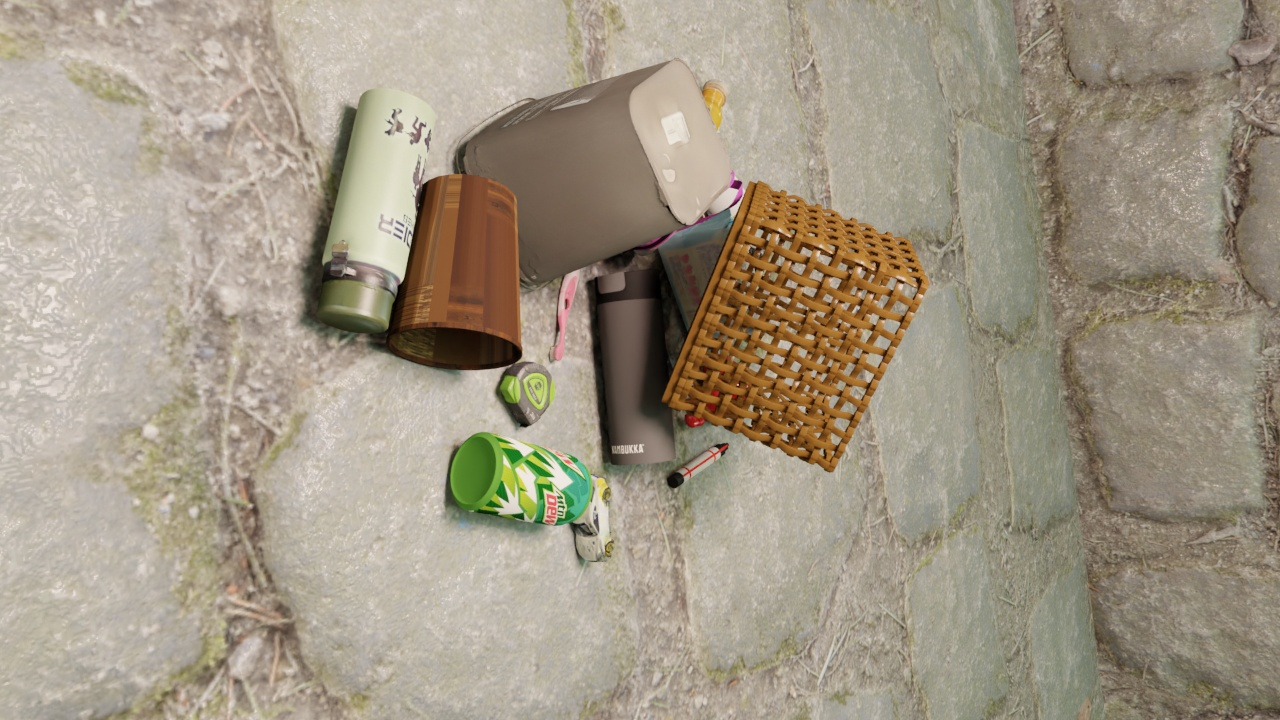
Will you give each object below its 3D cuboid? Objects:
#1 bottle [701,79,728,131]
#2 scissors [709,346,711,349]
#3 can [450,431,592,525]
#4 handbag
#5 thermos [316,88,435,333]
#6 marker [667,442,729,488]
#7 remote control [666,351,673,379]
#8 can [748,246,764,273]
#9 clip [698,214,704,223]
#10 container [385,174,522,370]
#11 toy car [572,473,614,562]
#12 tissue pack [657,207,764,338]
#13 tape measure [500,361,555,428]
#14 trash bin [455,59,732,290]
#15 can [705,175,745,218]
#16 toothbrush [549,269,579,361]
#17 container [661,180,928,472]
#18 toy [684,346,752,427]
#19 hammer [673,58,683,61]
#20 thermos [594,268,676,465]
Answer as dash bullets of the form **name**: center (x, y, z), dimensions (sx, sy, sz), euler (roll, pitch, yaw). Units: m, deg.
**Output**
- **bottle**: center (0.084, -0.333, 1.328), dimensions (0.053, 0.053, 0.185), euler (47, 52, -36)
- **scissors**: center (0.102, -0.083, 1.353), dimensions (0.066, 0.015, 0.135), euler (0, 87, -53)
- **can**: center (-0.126, 0.131, 0.991), dimensions (0.144, 0.083, 0.083), euler (22, 69, -47)
- **handbag**: center (0.054, -0.193, 1.133), dimensions (0.068, 0.170, 0.144), euler (46, 56, -28)
- **thermos**: center (-0.255, -0.141, 0.875), dimensions (0.082, 0.082, 0.231), euler (25, 67, -46)
- **marker**: center (0.087, 0.144, 1.297), dimensions (0.145, 0.019, 0.019), euler (-26, 105, -49)
- **remote control**: center (0.023, -0.006, 1.242), dimensions (0.032, 0.015, 0.136), euler (-41, 119, -45)
- **can**: center (0.138, -0.154, 1.359), dimensions (0.137, 0.054, 0.054), euler (15, 74, -57)
- **clip**: center (0.066, -0.213, 1.316), dimensions (0.060, 0.024, 0.039), euler (49, 47, -22)
- **container**: center (-0.181, -0.089, 0.928), dimensions (0.132, 0.132, 0.167), euler (22, 63, -47)
- **toy car**: center (-0.059, 0.188, 1.092), dimensions (0.033, 0.048, 0.105), euler (-2, 86, -51)
- **tissue pack**: center (0.100, -0.115, 1.272), dimensions (0.069, 0.112, 0.182), euler (-41, 117, -53)
- **tape measure**: center (-0.129, 0.033, 1.040), dimensions (0.058, 0.036, 0.066), euler (-42, 120, -34)
- **trash bin**: center (-0.042, -0.212, 1.018), dimensions (0.196, 0.221, 0.197), euler (-51, 122, -46)
- **can**: center (0.121, -0.240, 1.353), dimensions (0.127, 0.064, 0.064), euler (48, 51, -35)
- **toothbrush**: center (-0.092, -0.061, 1.113), dimensions (0.021, 0.016, 0.134), euler (31, 60, -44)
- **container**: center (0.180, -0.050, 1.113), dimensions (0.219, 0.214, 0.252), euler (-64, 176, -67)
- **toy**: center (0.098, 0.044, 1.305), dimensions (0.132, 0.088, 0.094), euler (-38, 82, -25)
- **hammer**: center (0.011, -0.306, 1.258), dimensions (0.111, 0.028, 0.299), euler (47, 52, -37)
- **thermos**: center (-0.007, 0.007, 1.152), dimensions (0.082, 0.082, 0.240), euler (-4, 88, -50)
